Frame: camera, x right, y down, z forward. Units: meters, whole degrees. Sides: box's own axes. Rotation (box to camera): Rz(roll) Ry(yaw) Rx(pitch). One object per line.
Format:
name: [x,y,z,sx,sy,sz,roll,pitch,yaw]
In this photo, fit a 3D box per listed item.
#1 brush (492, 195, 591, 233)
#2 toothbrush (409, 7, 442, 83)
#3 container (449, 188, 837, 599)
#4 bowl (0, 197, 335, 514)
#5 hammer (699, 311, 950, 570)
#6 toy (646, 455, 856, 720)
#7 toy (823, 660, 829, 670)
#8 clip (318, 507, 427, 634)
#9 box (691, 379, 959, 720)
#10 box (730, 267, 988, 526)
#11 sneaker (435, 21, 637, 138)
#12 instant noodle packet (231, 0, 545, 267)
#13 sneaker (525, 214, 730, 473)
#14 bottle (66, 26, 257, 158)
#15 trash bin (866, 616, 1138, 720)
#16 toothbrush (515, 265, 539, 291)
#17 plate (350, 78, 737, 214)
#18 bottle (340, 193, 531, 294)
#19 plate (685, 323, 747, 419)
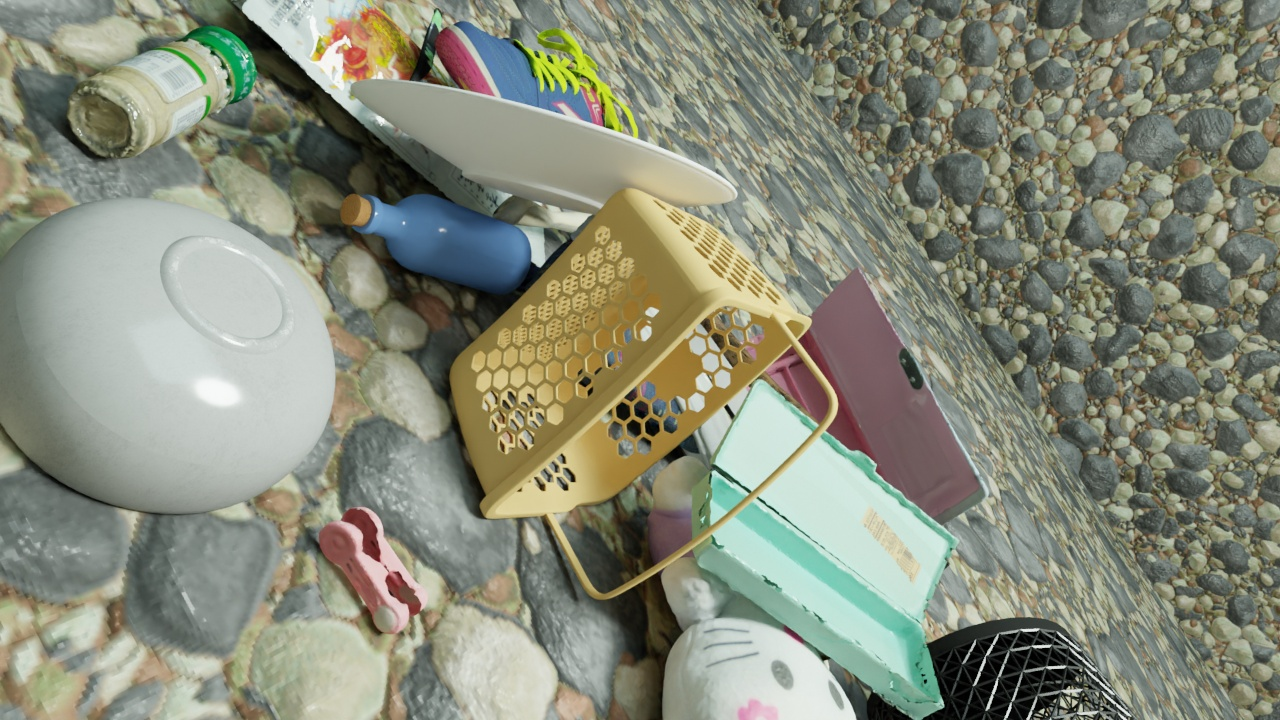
brush: [-0.038,-0.112,0.748,0.077,0.062,0.271,50,22,11]
toothbrush: [-0.146,-0.213,0.635,0.187,0.017,0.014,-97,164,-52]
container: [0.003,0.023,0.513,0.129,0.184,0.167,11,41,-56]
bowl: [-0.180,-0.010,0.369,0.132,0.064,0.131,40,28,-28]
hammer: [0.129,0.049,0.761,0.330,0.033,0.120,51,3,40]
toy: [0.055,0.163,0.545,0.137,0.086,0.209,33,31,-34]
toy: [0.099,0.199,0.625,0.112,0.050,0.087,47,25,-29]
clip: [-0.120,0.094,0.399,0.059,0.023,0.041,52,22,-9]
box: [0.114,0.114,0.556,0.187,0.056,0.137,40,42,-16]
box: [0.182,0.057,0.810,0.075,0.173,0.233,22,41,-56]
sneaker: [-0.073,-0.205,0.696,0.116,0.091,0.241,53,7,12]
instant noodle packet: [-0.156,-0.185,0.651,0.269,0.057,0.146,38,31,-42]
sneaker: [-0.004,0.004,0.661,0.235,0.079,0.087,59,-2,-35]
bottle: [-0.235,-0.134,0.457,0.042,0.043,0.109,45,28,-19]
trash bin: [0.271,0.319,0.602,0.217,0.217,0.242,35,25,-36]
toothbrush: [-0.039,-0.056,0.731,0.189,0.017,0.016,5,54,-59]
plate: [-0.058,-0.112,0.543,0.229,0.030,0.229,14,3,-1]
bottle: [-0.126,-0.076,0.566,0.131,0.048,0.048,14,47,-55]
plate: [0.068,0.018,0.745,0.173,0.019,0.172,57,2,-3]
